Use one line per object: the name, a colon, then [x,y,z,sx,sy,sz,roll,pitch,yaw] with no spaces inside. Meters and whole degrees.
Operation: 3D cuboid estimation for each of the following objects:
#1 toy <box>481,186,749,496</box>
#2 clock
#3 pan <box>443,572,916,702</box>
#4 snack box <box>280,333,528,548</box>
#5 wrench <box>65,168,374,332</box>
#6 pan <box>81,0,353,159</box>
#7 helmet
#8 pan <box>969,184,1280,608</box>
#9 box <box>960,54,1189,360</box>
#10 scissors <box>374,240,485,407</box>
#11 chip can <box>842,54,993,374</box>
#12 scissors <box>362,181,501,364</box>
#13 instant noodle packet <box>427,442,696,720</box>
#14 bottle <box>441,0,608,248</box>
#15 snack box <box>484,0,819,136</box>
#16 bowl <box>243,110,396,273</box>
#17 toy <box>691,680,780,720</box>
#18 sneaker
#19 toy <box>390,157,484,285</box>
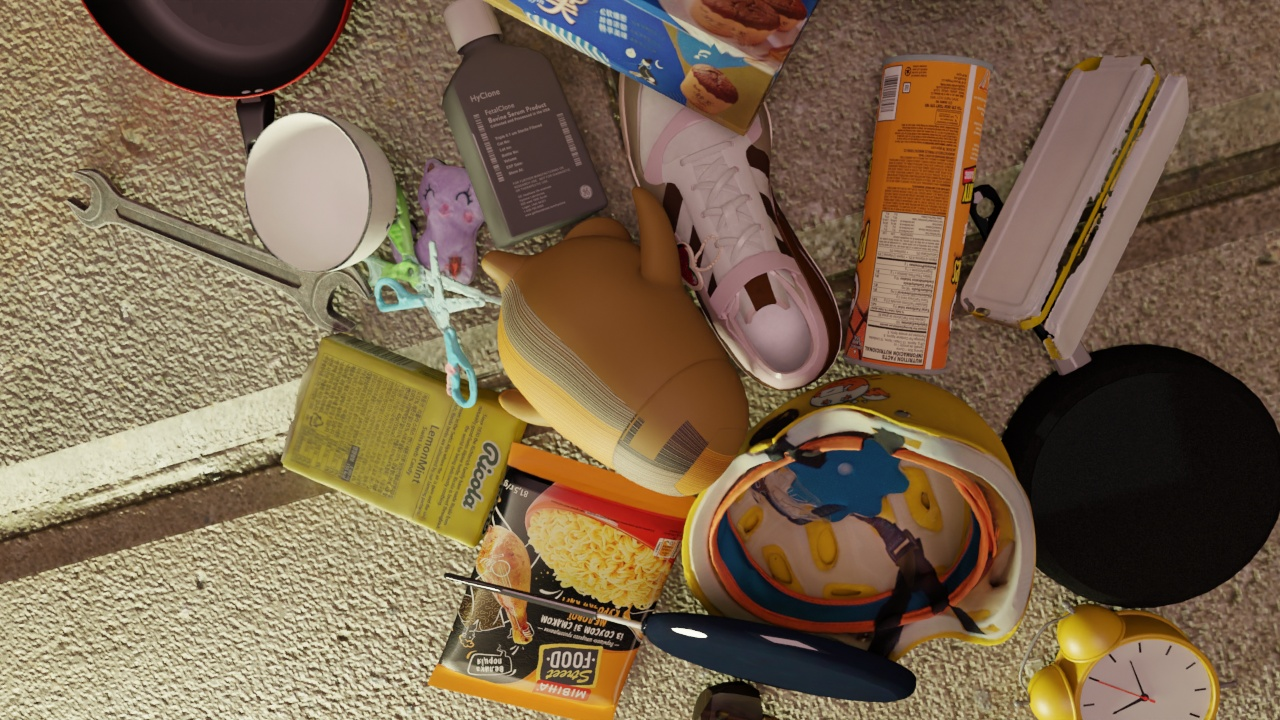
toy: [-0.004,0.004,0.640,0.203,0.162,0.199,47,112,30]
clock: [0.373,0.251,0.716,0.152,0.052,0.113,20,101,-2]
pan: [0.022,0.205,0.683,0.356,0.199,0.021,12,67,6]
snack box: [-0.191,0.061,0.744,0.181,0.045,0.121,21,100,4]
wrench: [-0.339,-0.090,0.734,0.273,0.010,0.070,21,124,6]
pan: [-0.302,-0.233,0.695,0.209,0.067,0.357,-5,115,4]
helmet: [0.156,0.102,0.670,0.241,0.139,0.209,-18,112,27]
pan: [0.339,0.027,0.686,0.204,0.044,0.355,-30,96,9]
box: [0.304,-0.111,0.651,0.080,0.079,0.209,24,86,35]
scissors: [-0.156,-0.031,0.683,0.136,0.015,0.135,21,123,32]
chip can: [0.198,-0.102,0.662,0.075,0.075,0.215,6,100,4]
scissors: [-0.174,-0.074,0.704,0.170,0.028,0.139,21,107,18]
instant noodle packet: [-0.062,0.189,0.748,0.159,0.032,0.221,18,101,-12]
bottle: [-0.097,-0.179,0.678,0.083,0.046,0.174,-24,96,-21]
snack box: [0.018,-0.266,0.616,0.203,0.069,0.154,27,60,1]
bowl: [-0.227,-0.123,0.677,0.113,0.063,0.113,4,101,22]
toy: [0.092,0.298,0.749,0.100,0.062,0.076,18,123,-8]
sneaker: [0.059,-0.108,0.653,0.112,0.116,0.294,-20,97,8]
toy: [-0.156,-0.107,0.717,0.080,0.036,0.100,14,101,14]
